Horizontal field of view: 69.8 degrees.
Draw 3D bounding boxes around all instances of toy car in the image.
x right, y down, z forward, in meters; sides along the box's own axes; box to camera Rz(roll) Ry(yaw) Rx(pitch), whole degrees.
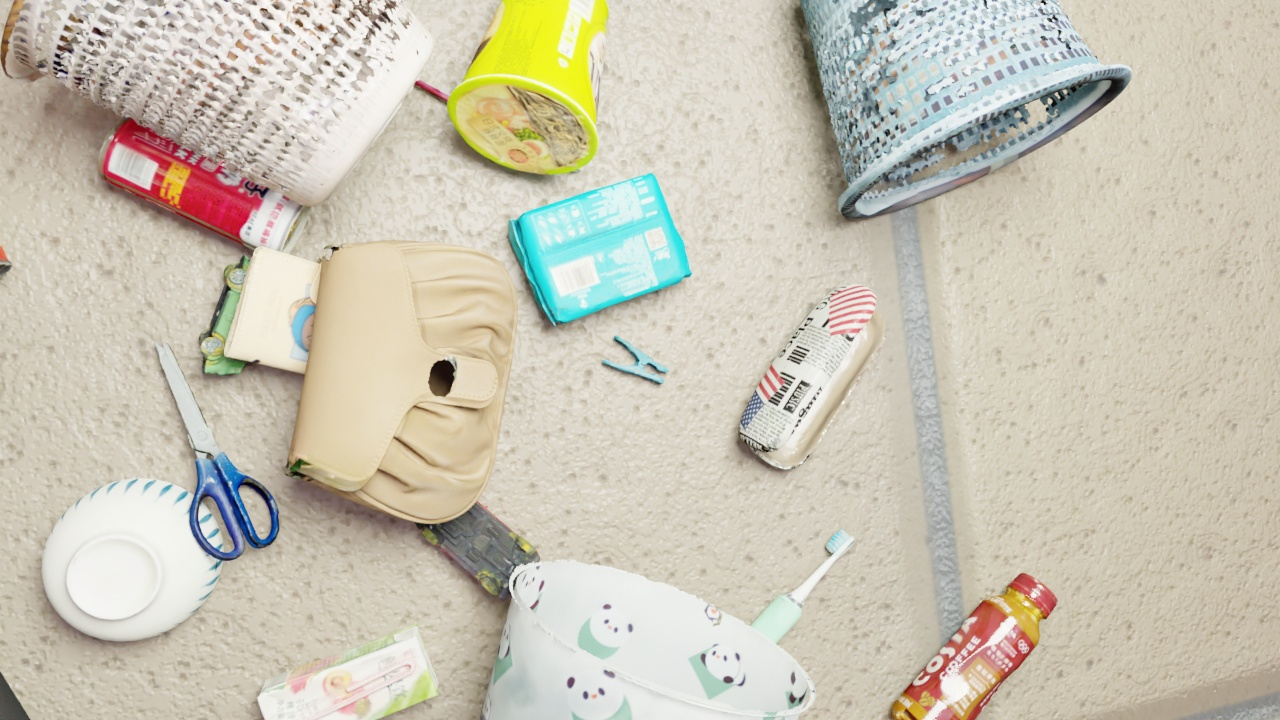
[{"bbox_3d":[-0.130,0.139,0.723,0.106,0.031,0.049,39,79,2],"label":"toy car"},{"bbox_3d":[-0.298,-0.032,0.673,0.036,0.043,0.091,16,96,-28],"label":"toy car"}]

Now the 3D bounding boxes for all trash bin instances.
[{"bbox_3d":[0.227,-0.248,0.717,0.226,0.227,0.195,-20,83,-12],"label":"trash bin"},{"bbox_3d":[-0.255,-0.216,0.606,0.192,0.228,0.227,36,83,-24],"label":"trash bin"},{"bbox_3d":[-0.025,0.307,0.664,0.229,0.229,0.252,19,93,-13],"label":"trash bin"}]

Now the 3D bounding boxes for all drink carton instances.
[{"bbox_3d":[-0.220,0.250,0.698,0.122,0.045,0.053,-18,94,-12],"label":"drink carton"}]

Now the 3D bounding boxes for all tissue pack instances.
[{"bbox_3d":[-0.029,-0.090,0.730,0.133,0.050,0.093,-20,94,-12],"label":"tissue pack"}]

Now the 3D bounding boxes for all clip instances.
[{"bbox_3d":[-0.003,0.003,0.758,0.056,0.014,0.039,28,86,-11],"label":"clip"}]

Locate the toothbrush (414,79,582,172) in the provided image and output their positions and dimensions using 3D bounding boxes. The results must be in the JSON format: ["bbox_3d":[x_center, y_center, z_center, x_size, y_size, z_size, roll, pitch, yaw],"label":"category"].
[{"bbox_3d":[-0.128,-0.199,0.724,0.187,0.016,0.017,27,76,-12],"label":"toothbrush"}]

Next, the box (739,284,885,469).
[{"bbox_3d":[0.144,0.011,0.755,0.076,0.088,0.162,36,86,6],"label":"box"}]

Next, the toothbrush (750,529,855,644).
[{"bbox_3d":[0.107,0.231,0.783,0.224,0.026,0.027,-45,59,-8],"label":"toothbrush"}]

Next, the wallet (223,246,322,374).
[{"bbox_3d":[-0.238,-0.032,0.678,0.115,0.024,0.087,18,86,-39],"label":"wallet"}]

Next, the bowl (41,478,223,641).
[{"bbox_3d":[-0.365,0.146,0.652,0.116,0.066,0.116,0,92,-13],"label":"bowl"}]

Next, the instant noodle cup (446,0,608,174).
[{"bbox_3d":[-0.074,-0.221,0.685,0.111,0.112,0.123,17,67,-13],"label":"instant noodle cup"}]

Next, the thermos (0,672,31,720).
[{"bbox_3d":[-0.474,0.259,0.637,0.090,0.068,0.242,-25,96,21],"label":"thermos"}]

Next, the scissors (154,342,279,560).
[{"bbox_3d":[-0.314,0.062,0.685,0.107,0.012,0.174,15,59,-47],"label":"scissors"}]

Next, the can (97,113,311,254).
[{"bbox_3d":[-0.311,-0.124,0.663,0.132,0.053,0.053,26,86,-12],"label":"can"}]

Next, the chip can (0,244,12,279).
[{"bbox_3d":[-0.501,-0.152,0.610,0.073,0.073,0.216,-23,96,-12],"label":"chip can"}]

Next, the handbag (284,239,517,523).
[{"bbox_3d":[-0.165,0.012,0.662,0.147,0.100,0.204,12,83,-35],"label":"handbag"}]

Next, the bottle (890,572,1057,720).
[{"bbox_3d":[0.298,0.265,0.812,0.057,0.057,0.174,46,82,-10],"label":"bottle"}]
